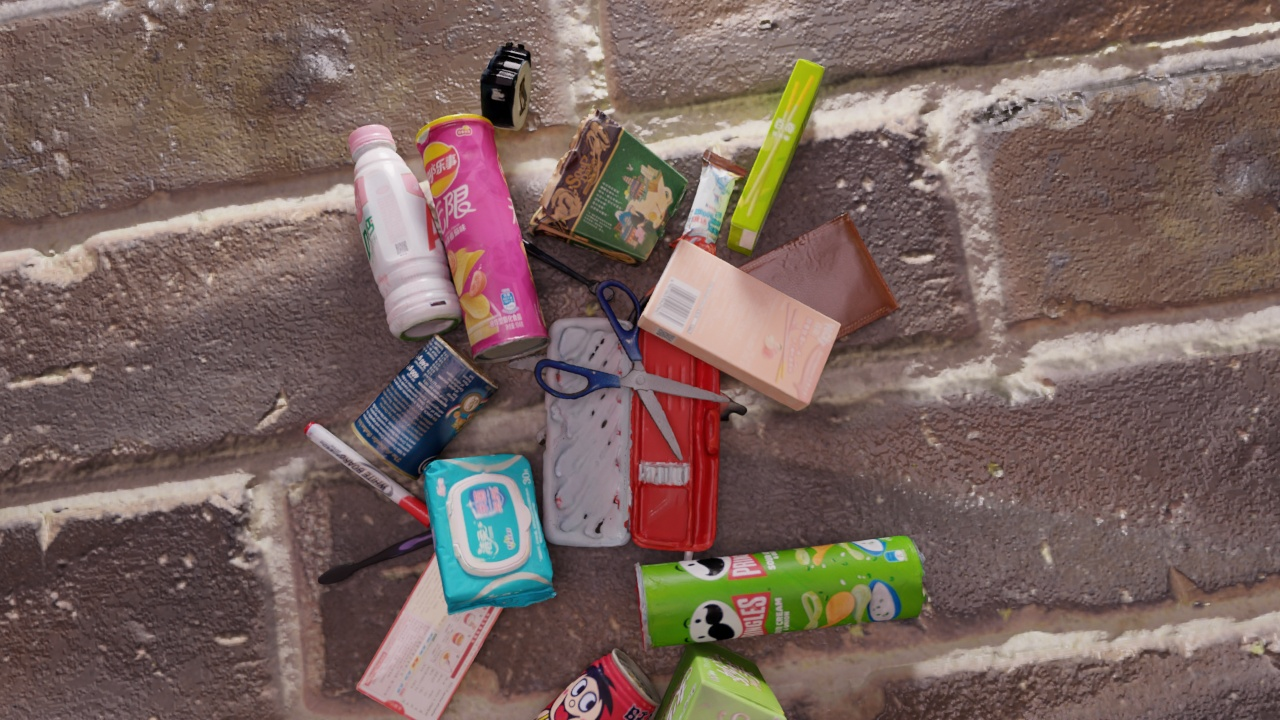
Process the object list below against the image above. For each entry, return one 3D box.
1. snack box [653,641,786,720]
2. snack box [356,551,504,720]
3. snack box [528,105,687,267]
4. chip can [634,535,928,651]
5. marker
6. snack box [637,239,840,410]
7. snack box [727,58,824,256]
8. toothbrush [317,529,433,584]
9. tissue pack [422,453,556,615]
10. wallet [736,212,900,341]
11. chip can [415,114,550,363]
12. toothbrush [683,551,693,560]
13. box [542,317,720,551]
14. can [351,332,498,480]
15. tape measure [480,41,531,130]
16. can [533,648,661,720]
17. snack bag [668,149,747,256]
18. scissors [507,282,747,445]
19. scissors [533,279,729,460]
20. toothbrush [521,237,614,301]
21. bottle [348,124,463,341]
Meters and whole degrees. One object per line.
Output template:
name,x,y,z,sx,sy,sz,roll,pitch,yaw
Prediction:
snack box,0.032,0.340,0.720,0.070,0.158,0.210,24,85,2
snack box,-0.174,0.234,0.804,0.077,0.027,0.155,30,86,-2
snack box,-0.026,-0.141,0.808,0.105,0.117,0.118,29,88,-6
chip can,0.114,0.192,0.765,0.236,0.072,0.072,-6,83,-3
marker,-0.245,0.103,0.832,0.145,0.017,0.017,35,87,6
snack box,0.084,-0.030,0.774,0.157,0.026,0.084,28,67,-4
snack box,0.118,-0.175,0.808,0.026,0.086,0.156,23,86,6
toothbrush,-0.200,0.163,0.827,0.189,0.017,0.014,-21,93,-2
tissue pack,-0.129,0.147,0.779,0.093,0.050,0.133,-8,70,-21
wallet,0.155,-0.061,0.822,0.124,0.032,0.101,-28,86,0
chip can,-0.138,-0.106,0.808,0.071,0.071,0.210,-17,80,1
toothbrush,0.046,0.150,0.811,0.016,0.016,0.180,9,84,2
box,-0.008,0.062,0.800,0.158,0.039,0.201,0,84,16
can,-0.187,0.039,0.806,0.075,0.075,0.111,41,87,6
tape measure,-0.122,-0.245,0.837,0.033,0.066,0.065,12,49,4
can,-0.036,0.298,0.774,0.094,0.066,0.066,-42,83,-2
snack bag,0.062,-0.138,0.837,0.048,0.026,0.104,23,86,-7
scissors,-0.007,-0.001,0.830,0.225,0.015,0.189,13,85,4
scissors,-0.012,0.009,0.781,0.174,0.012,0.162,-8,80,11
toothbrush,-0.100,-0.102,0.848,0.181,0.018,0.015,31,91,8
bottle,-0.219,-0.118,0.831,0.068,0.068,0.197,-19,80,1
